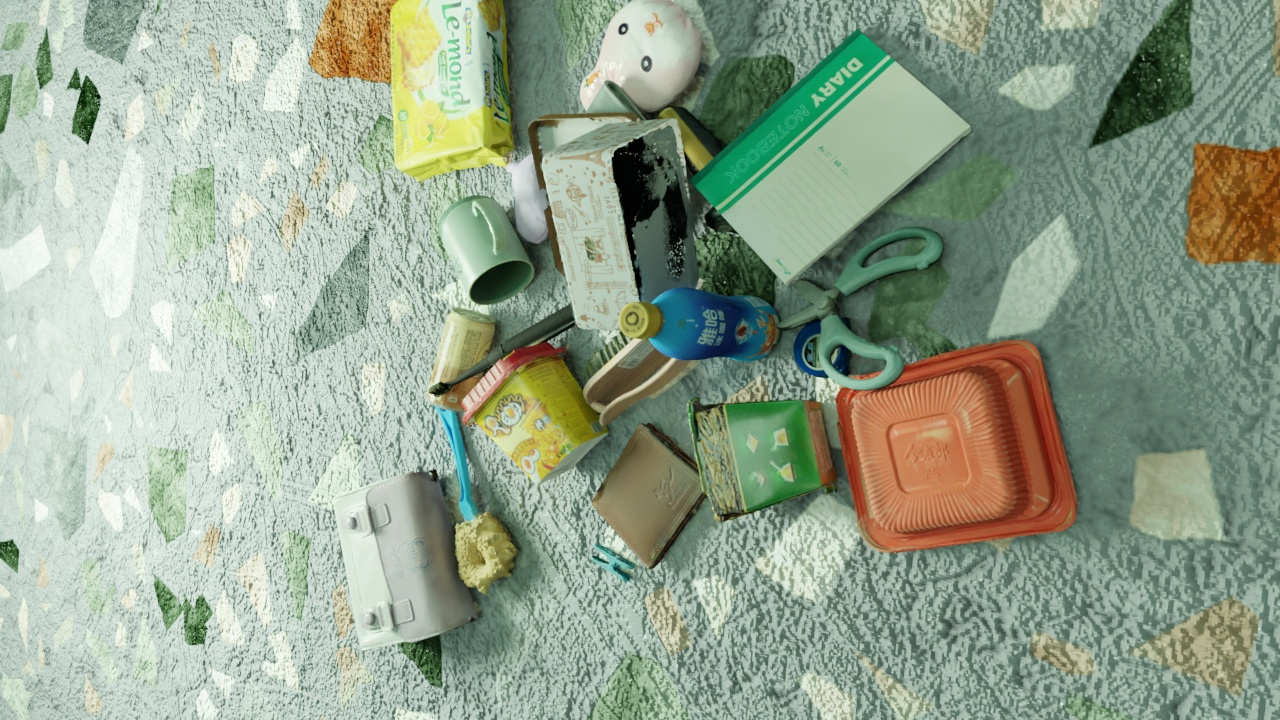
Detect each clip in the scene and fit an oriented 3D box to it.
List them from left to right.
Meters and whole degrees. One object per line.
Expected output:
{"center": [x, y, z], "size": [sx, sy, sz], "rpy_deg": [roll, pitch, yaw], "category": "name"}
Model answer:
{"center": [-0.031, 0.220, 1.001], "size": [0.057, 0.014, 0.045], "rpy_deg": [23, 104, 31], "category": "clip"}

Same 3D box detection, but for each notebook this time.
{"center": [0.167, -0.187, 0.836], "size": [0.209, 0.012, 0.150], "rpy_deg": [-41, 66, 6], "category": "notebook"}

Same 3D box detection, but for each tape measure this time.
{"center": [0.172, -0.011, 0.861], "size": [0.055, 0.025, 0.058], "rpy_deg": [-2, 81, 35], "category": "tape measure"}

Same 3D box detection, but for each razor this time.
{"center": [0.067, -0.192, 0.918], "size": [0.067, 0.062, 0.167], "rpy_deg": [-31, 64, -2], "category": "razor"}

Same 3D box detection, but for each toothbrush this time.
{"center": [-0.153, -0.010, 1.044], "size": [0.213, 0.027, 0.026], "rpy_deg": [-28, 68, 14], "category": "toothbrush"}

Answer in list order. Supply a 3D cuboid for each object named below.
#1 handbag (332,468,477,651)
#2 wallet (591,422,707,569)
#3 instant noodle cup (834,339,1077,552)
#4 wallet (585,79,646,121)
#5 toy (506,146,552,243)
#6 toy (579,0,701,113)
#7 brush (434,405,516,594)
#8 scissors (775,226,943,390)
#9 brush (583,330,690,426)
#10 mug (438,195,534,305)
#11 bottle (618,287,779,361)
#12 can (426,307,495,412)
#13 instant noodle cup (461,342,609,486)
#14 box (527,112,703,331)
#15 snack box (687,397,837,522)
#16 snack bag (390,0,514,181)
{"center": [-0.294, 0.245, 1.132], "size": [0.145, 0.098, 0.197], "rpy_deg": [-21, 79, 26], "category": "handbag"}
{"center": [0.010, 0.142, 0.965], "size": [0.101, 0.032, 0.125], "rpy_deg": [41, 112, 24], "category": "wallet"}
{"center": [0.252, 0.077, 0.775], "size": [0.189, 0.079, 0.164], "rpy_deg": [-18, 79, 34], "category": "instant noodle cup"}
{"center": [-0.036, -0.211, 0.972], "size": [0.106, 0.036, 0.130], "rpy_deg": [52, 132, 12], "category": "wallet"}
{"center": [-0.127, -0.186, 1.055], "size": [0.084, 0.038, 0.108], "rpy_deg": [-10, 87, 51], "category": "toy"}
{"center": [-0.004, -0.305, 0.968], "size": [0.160, 0.054, 0.121], "rpy_deg": [-46, 65, 33], "category": "toy"}
{"center": [-0.211, 0.155, 1.112], "size": [0.083, 0.045, 0.254], "rpy_deg": [-31, 69, 33], "category": "brush"}
{"center": [0.204, -0.058, 0.818], "size": [0.181, 0.019, 0.170], "rpy_deg": [-49, 38, 9], "category": "scissors"}
{"center": [-0.006, 0.006, 0.957], "size": [0.146, 0.063, 0.073], "rpy_deg": [-42, 57, 27], "category": "brush"}
{"center": [-0.178, -0.137, 1.050], "size": [0.106, 0.082, 0.112], "rpy_deg": [62, 155, 22], "category": "mug"}
{"center": [0.054, -0.031, 0.824], "size": [0.065, 0.218, 0.065], "rpy_deg": [0, 91, 33], "category": "bottle"}
{"center": [-0.214, -0.001, 1.099], "size": [0.058, 0.058, 0.116], "rpy_deg": [25, 103, 31], "category": "can"}
{"center": [-0.110, 0.061, 1.005], "size": [0.116, 0.115, 0.123], "rpy_deg": [-45, 78, 24], "category": "instant noodle cup"}
{"center": [-0.052, -0.137, 0.895], "size": [0.198, 0.157, 0.181], "rpy_deg": [8, 121, 31], "category": "box"}
{"center": [0.119, 0.082, 0.853], "size": [0.106, 0.118, 0.117], "rpy_deg": [-14, 82, 20], "category": "snack box"}
{"center": [-0.225, -0.342, 1.104], "size": [0.158, 0.068, 0.246], "rpy_deg": [-5, 87, 34], "category": "snack bag"}
